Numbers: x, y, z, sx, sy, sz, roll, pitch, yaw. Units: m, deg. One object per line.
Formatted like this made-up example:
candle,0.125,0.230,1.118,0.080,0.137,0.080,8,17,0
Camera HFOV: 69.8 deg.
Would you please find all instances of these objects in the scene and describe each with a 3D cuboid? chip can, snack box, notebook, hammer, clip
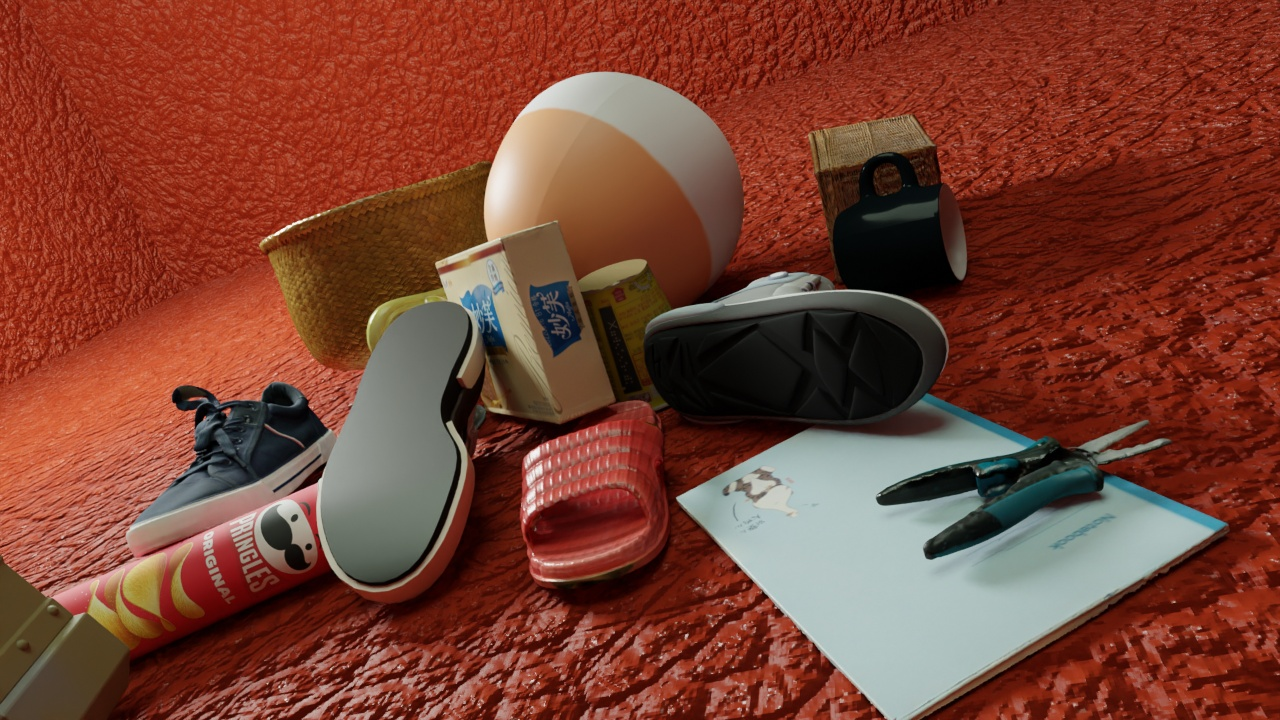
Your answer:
chip can,-0.326,0.164,0.686,0.220,0.069,0.069,-24,20,-6
snack box,-0.107,-0.029,0.801,0.055,0.153,0.208,-22,10,-25
notebook,0.143,0.083,0.505,0.181,0.009,0.253,-25,20,-12
hammer,-0.513,0.248,0.564,0.325,0.190,0.100,-37,18,7
clip,-0.195,0.053,0.914,0.165,0.031,0.168,0,30,42

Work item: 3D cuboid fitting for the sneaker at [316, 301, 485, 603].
sneaker,-0.172,0.085,0.729,0.112,0.116,0.293,-12,39,3

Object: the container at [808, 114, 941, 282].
container,0.238,-0.172,0.930,0.113,0.114,0.198,-11,23,14

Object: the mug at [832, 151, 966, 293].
mug,0.221,-0.120,0.797,0.095,0.121,0.085,-9,7,32

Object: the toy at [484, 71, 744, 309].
toy,-0.035,-0.149,0.954,0.263,0.266,0.280,27,63,23

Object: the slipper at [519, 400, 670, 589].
slipper,-0.032,0.073,0.641,0.103,0.059,0.248,-18,18,8

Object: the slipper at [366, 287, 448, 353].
slipper,-0.201,-0.037,1.004,0.190,0.091,0.082,-11,12,-38

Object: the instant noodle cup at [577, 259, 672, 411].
instant noodle cup,-0.006,-0.024,0.788,0.100,0.112,0.100,-19,18,6

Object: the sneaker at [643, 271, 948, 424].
sneaker,0.130,-0.026,0.668,0.160,0.093,0.257,-34,18,-36

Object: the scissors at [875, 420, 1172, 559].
scissors,0.189,0.063,0.467,0.152,0.019,0.118,-6,24,31

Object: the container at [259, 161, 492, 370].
container,-0.305,-0.112,1.166,0.307,0.196,0.306,-18,11,3

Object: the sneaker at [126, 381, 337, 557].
sneaker,-0.377,0.078,0.827,0.121,0.127,0.294,-22,11,7
